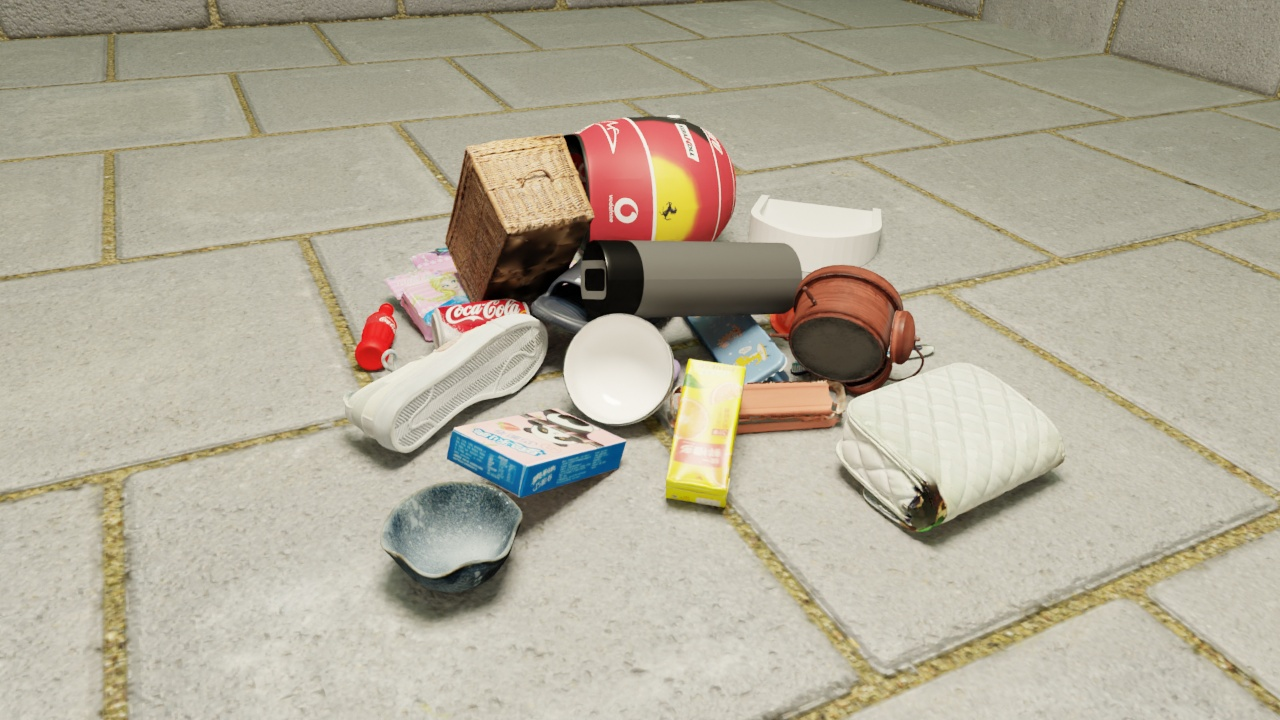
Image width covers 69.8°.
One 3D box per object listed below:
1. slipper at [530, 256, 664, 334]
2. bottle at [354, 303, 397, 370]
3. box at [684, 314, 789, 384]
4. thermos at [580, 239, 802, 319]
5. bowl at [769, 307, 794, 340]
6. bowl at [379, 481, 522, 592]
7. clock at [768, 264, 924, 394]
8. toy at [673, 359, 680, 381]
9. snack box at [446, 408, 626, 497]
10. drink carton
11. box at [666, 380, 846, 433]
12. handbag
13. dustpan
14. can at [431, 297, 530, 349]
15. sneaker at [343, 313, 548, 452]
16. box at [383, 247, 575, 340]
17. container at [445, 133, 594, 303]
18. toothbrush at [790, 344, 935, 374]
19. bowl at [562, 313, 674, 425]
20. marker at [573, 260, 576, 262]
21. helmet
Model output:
[{"bbox_3d":[-0.020,-0.088,1.075,0.111,0.083,0.267,28,25,19],"label":"slipper"},{"bbox_3d":[-0.300,-0.032,1.053,0.036,0.036,0.118,-1,31,-5],"label":"bottle"},{"bbox_3d":[0.105,-0.034,1.066,0.068,0.059,0.209,-9,32,-14],"label":"box"},{"bbox_3d":[0.055,-0.089,1.002,0.240,0.082,0.082,-3,30,-27],"label":"thermos"},{"bbox_3d":[0.227,-0.063,1.132,0.130,0.045,0.130,1,31,-1],"label":"bowl"},{"bbox_3d":[-0.150,0.150,0.742,0.110,0.055,0.110,2,32,-1],"label":"bowl"},{"bbox_3d":[0.230,-0.028,0.983,0.157,0.121,0.072,27,52,-2],"label":"clock"},{"bbox_3d":[-0.006,0.006,1.013,0.100,0.036,0.080,15,23,14],"label":"toy"},{"bbox_3d":[-0.090,0.080,0.835,0.088,0.033,0.153,22,15,29],"label":"snack box"},{"bbox_3d":[0.061,0.068,0.861,0.058,0.043,0.134,8,57,7],"label":"drink carton"},{"bbox_3d":[0.119,0.056,0.946,0.188,0.064,0.056,0,67,-9],"label":"box"},{"bbox_3d":[0.291,0.082,0.872,0.194,0.073,0.139,-16,44,-28],"label":"handbag"},{"bbox_3d":[0.262,-0.210,1.371,0.191,0.053,0.257,9,32,11],"label":"dustpan"},{"bbox_3d":[-0.179,-0.035,1.038,0.104,0.064,0.064,-9,33,-19],"label":"can"},{"bbox_3d":[-0.197,0.008,0.944,0.091,0.090,0.241,20,36,30],"label":"sneaker"},{"bbox_3d":[-0.199,-0.111,1.162,0.229,0.035,0.159,-19,51,-32],"label":"box"},{"bbox_3d":[-0.141,-0.151,1.044,0.113,0.199,0.112,-14,69,-25],"label":"container"},{"bbox_3d":[0.260,-0.004,1.063,0.188,0.017,0.016,-8,32,-16],"label":"toothbrush"},{"bbox_3d":[-0.019,0.012,0.945,0.113,0.113,0.063,8,-6,10],"label":"bowl"},{"bbox_3d":[-0.074,-0.127,1.242,0.124,0.021,0.017,2,-13,-3],"label":"marker"},{"bbox_3d":[0.015,-0.237,1.265,0.224,0.198,0.271,-6,23,-13],"label":"helmet"}]
